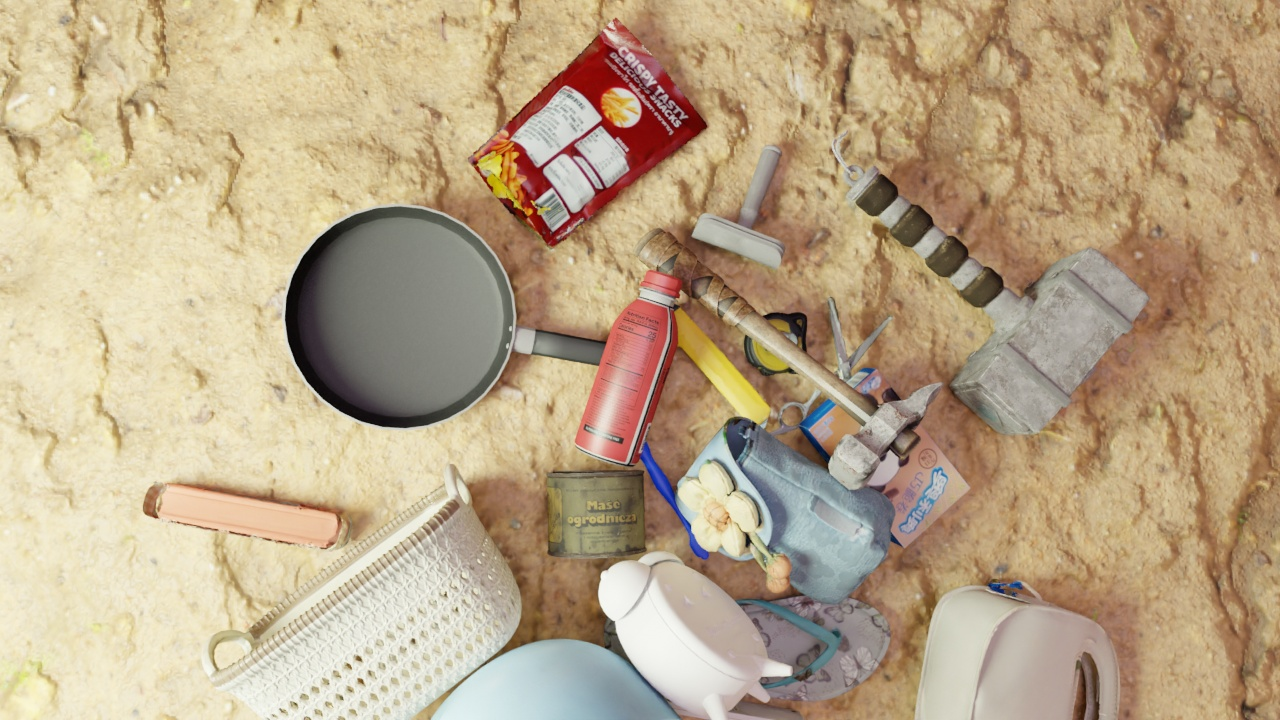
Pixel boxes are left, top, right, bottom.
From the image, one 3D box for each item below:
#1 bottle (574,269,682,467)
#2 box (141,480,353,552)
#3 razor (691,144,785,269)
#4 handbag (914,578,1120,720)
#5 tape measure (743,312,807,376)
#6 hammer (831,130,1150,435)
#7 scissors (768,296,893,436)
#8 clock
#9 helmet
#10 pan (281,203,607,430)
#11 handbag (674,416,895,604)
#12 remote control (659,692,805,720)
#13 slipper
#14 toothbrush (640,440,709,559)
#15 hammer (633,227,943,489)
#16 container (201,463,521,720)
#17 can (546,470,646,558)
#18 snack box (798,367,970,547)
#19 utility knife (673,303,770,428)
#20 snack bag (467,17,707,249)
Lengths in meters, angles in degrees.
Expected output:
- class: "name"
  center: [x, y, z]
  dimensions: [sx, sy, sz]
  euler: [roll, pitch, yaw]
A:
- class: "bottle"
  center: [-0.005, 0.005, 0.839]
  dimensions: [0.062, 0.062, 0.176]
  euler: [18, 92, -1]
- class: "box"
  center: [-0.361, 0.143, 0.839]
  dimensions: [0.187, 0.056, 0.059]
  euler: [8, 116, 0]
- class: "razor"
  center: [0.111, -0.157, 0.893]
  dimensions: [0.088, 0.047, 0.116]
  euler: [21, 76, 0]
- class: "handbag"
  center: [0.350, 0.306, 0.841]
  dimensions: [0.199, 0.093, 0.200]
  euler: [16, 83, -21]
- class: "tape measure"
  center: [0.131, -0.015, 0.879]
  dimensions: [0.061, 0.034, 0.061]
  euler: [-2, 88, -5]
- class: "hammer"
  center: [0.298, -0.092, 0.872]
  dimensions: [0.326, 0.079, 0.177]
  euler: [42, 84, 2]
- class: "scissors"
  center: [0.183, 0.021, 0.873]
  dimensions: [0.174, 0.014, 0.141]
  euler: [-35, 103, -8]
- class: "clock"
  center: [0.046, 0.223, 0.768]
  dimensions: [0.161, 0.125, 0.073]
  euler: [43, 104, 21]
- class: "helmet"
  center: [-0.090, 0.334, 0.750]
  dimensions: [0.167, 0.224, 0.266]
  euler: [46, 123, 24]
- class: "pan"
  center: [-0.146, -0.026, 0.860]
  dimensions: [0.355, 0.044, 0.204]
  euler: [10, 91, -13]
- class: "handbag"
  center: [0.123, 0.144, 0.817]
  dimensions: [0.192, 0.118, 0.122]
  euler: [33, 129, -1]
- class: "remote control"
  center: [0.083, 0.320, 0.837]
  dimensions: [0.136, 0.050, 0.011]
  euler: [10, 84, -1]
- class: "slipper"
  center: [0.100, 0.266, 0.843]
  dimensions: [0.269, 0.055, 0.098]
  euler: [1, 87, -1]
- class: "toothbrush"
  center: [0.015, 0.109, 0.875]
  dimensions: [0.016, 0.018, 0.182]
  euler: [-30, 84, -6]
- class: "hammer"
  center: [0.119, -0.021, 0.836]
  dimensions: [0.319, 0.049, 0.121]
  euler: [40, 69, 20]
- class: "container"
  center: [-0.219, 0.216, 0.776]
  dimensions: [0.246, 0.184, 0.143]
  euler: [-36, 97, -6]
- class: "can"
  center: [-0.040, 0.136, 0.830]
  dimensions: [0.090, 0.090, 0.074]
  euler: [-1, 85, -3]
- class: "snack box"
  center: [0.229, 0.091, 0.861]
  dimensions: [0.087, 0.034, 0.151]
  euler: [-40, 98, -5]
- class: "utility knife"
  center: [0.070, 0.006, 0.875]
  dimensions: [0.030, 0.017, 0.151]
  euler: [-43, 73, 7]
- class: "snack bag"
  center: [-0.050, -0.216, 0.881]
  dimensions: [0.207, 0.067, 0.139]
  euler: [-43, 93, -8]
